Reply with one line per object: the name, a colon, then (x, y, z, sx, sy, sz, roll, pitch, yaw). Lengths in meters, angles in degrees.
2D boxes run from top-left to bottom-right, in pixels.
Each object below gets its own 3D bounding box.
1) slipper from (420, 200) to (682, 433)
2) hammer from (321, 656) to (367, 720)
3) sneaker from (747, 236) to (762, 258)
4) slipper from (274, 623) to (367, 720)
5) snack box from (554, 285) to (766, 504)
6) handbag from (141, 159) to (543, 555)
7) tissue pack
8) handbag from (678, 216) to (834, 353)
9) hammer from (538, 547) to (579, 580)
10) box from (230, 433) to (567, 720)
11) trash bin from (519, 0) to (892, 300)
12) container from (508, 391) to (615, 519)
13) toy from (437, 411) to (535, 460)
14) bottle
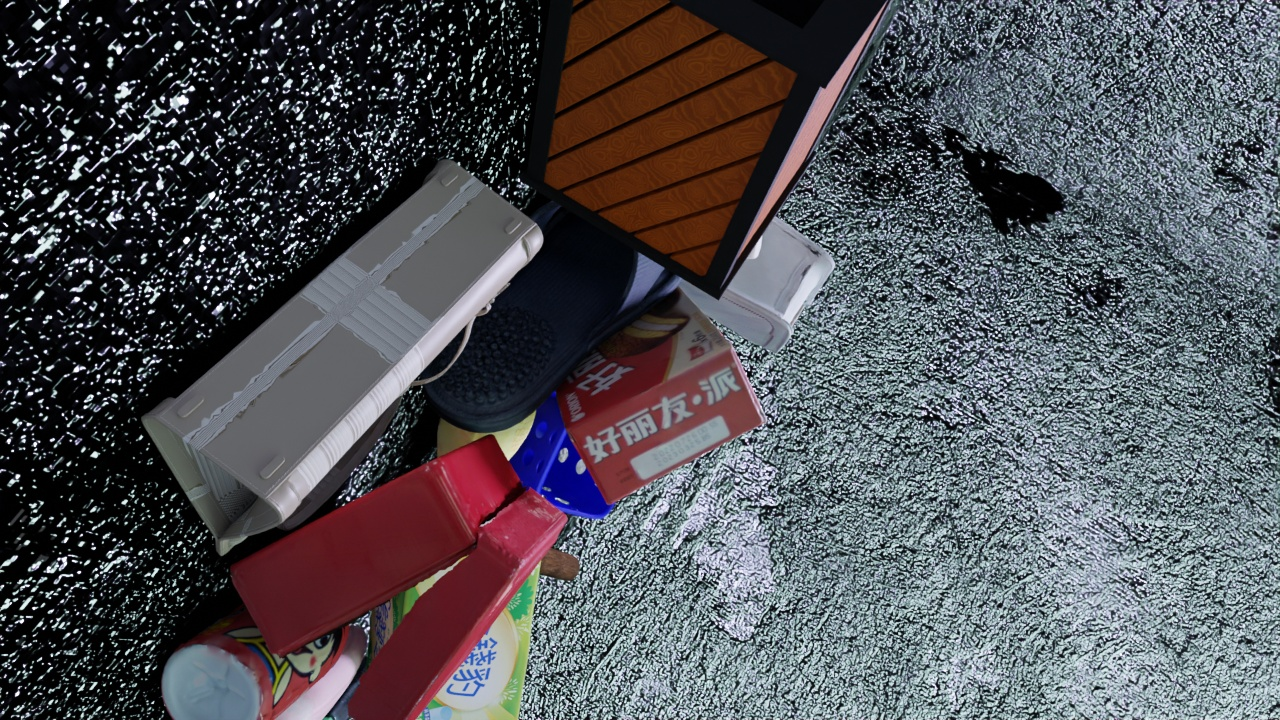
slipper: (-0.044, -0.064, 0.604, 0.262, 0.101, 0.083, -47, 162, -34)
hammer: (-0.266, 0.304, 0.755, 0.130, 0.032, 0.319, -30, 180, -1)
sneaker: (0.053, -0.200, 0.738, 0.090, 0.104, 0.236, 41, 53, -80)
slipper: (-0.239, 0.228, 0.608, 0.106, 0.055, 0.222, -50, -176, -8)
snack box: (-0.004, 0.004, 0.653, 0.113, 0.060, 0.236, -28, -159, 0)
handbag: (-0.145, 0.025, 0.449, 0.175, 0.062, 0.198, -54, -179, -37)
tissue pack: (-0.157, 0.188, 0.709, 0.141, 0.120, 0.198, 29, -74, 58)
handbag: (0.067, -0.095, 0.829, 0.096, 0.198, 0.142, -59, 175, -7)
hammer: (-0.113, 0.167, 0.957, 0.217, 0.037, 0.300, -57, 153, -5)
box: (-0.125, 0.104, 0.512, 0.137, 0.127, 0.157, -48, 176, 1)
trash bin: (0.038, -0.162, 0.504, 0.139, 0.140, 0.172, -55, 173, -30)
container: (-0.074, 0.069, 0.779, 0.084, 0.114, 0.085, 24, 90, -41)
toy: (-0.110, 0.032, 0.684, 0.171, 0.064, 0.154, 122, -11, -58)
bottle: (-0.204, 0.161, 0.529, 0.062, 0.062, 0.137, -60, 175, 13)
